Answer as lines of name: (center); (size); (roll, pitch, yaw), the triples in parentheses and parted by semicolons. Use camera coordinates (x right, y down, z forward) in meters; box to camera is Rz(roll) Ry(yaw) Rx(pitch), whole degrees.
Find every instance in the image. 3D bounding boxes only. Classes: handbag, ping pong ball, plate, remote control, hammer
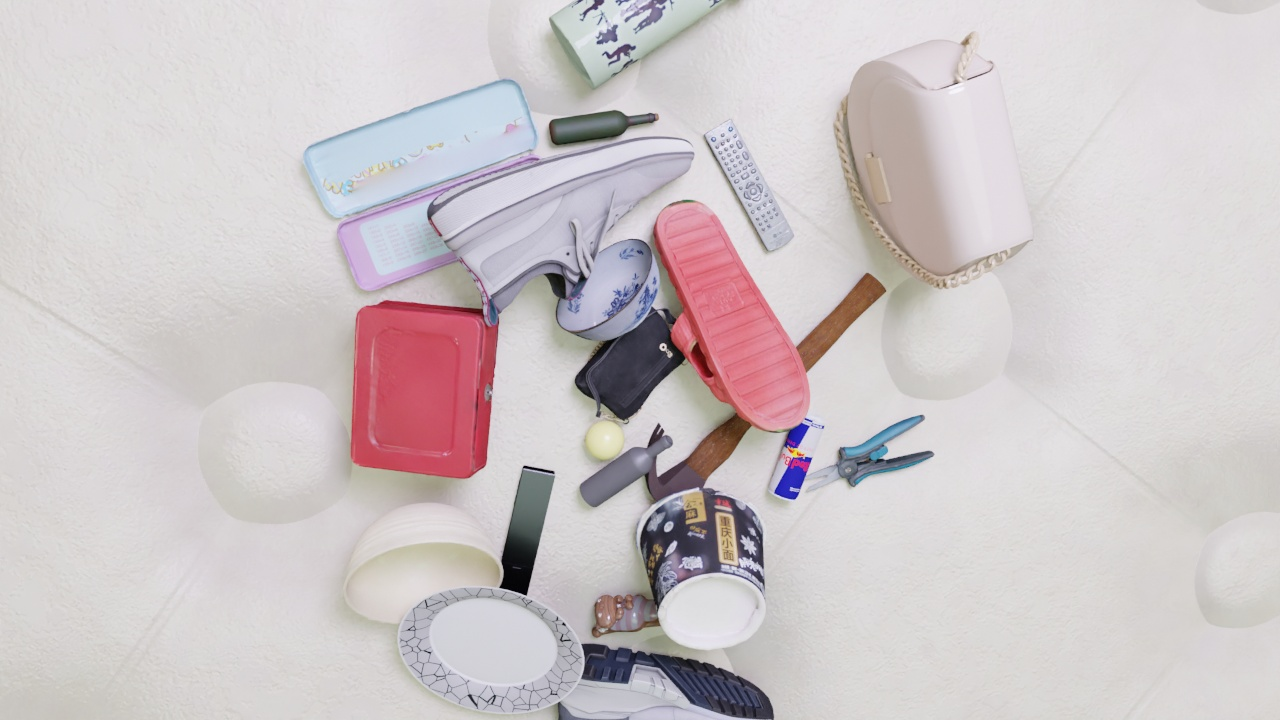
handbag: (-0.006, 0.005, 0.919); (0.079, 0.054, 0.128); (41, 91, -17)
ping pong ball: (-0.036, 0.081, 0.936); (0.040, 0.040, 0.040); (-1, 102, -7)
plate: (-0.150, 0.290, 0.929); (0.188, 0.016, 0.189); (3, 123, 4)
remote control: (-0.122, 0.184, 0.960); (0.034, 0.013, 0.150); (12, 99, -10)
hammer: (0.131, 0.034, 0.955); (0.115, 0.033, 0.323); (43, 93, -15)
remote control: (0.110, -0.173, 0.916); (0.033, 0.013, 0.136); (-31, 104, 0)
handbag: (0.271, -0.180, 0.836); (0.103, 0.208, 0.211); (-20, 105, -4)

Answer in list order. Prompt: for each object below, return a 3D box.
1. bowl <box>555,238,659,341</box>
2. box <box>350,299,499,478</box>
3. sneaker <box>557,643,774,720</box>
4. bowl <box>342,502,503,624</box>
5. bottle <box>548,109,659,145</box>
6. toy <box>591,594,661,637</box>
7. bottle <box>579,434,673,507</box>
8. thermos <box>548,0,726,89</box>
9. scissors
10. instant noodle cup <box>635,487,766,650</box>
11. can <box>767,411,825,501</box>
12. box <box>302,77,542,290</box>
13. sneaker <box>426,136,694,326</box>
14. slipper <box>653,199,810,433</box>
bowl: (-0.023, -0.059, 0.882); (0.114, 0.114, 0.045); (-43, 124, 2)
box: (-0.204, 0.026, 0.871); (0.134, 0.110, 0.157); (4, 101, -3)
sneaker: (0.015, 0.391, 0.991); (0.240, 0.088, 0.124); (15, 104, -2)
bowl: (-0.216, 0.190, 0.906); (0.150, 0.075, 0.151); (-10, 138, -9)
bottle: (-0.034, -0.226, 0.881); (0.106, 0.025, 0.025); (-10, 103, -5)
toy: (-0.006, 0.272, 0.980); (0.102, 0.041, 0.055); (-10, 125, 3)
bottle: (-0.012, 0.109, 0.929); (0.113, 0.030, 0.030); (-37, 105, 25)
thermos: (0.034, -0.342, 0.841); (0.231, 0.082, 0.082); (-34, 104, 0)
scissors: (0.250, 0.102, 0.989); (0.123, 0.019, 0.148); (28, 102, -16)
instant noodle cup: (0.067, 0.214, 0.921); (0.137, 0.112, 0.137); (-2, 122, -3)
can: (0.166, 0.101, 0.971); (0.032, 0.032, 0.095); (17, 99, -11)
box: (-0.192, -0.166, 0.869); (0.214, 0.035, 0.151); (-20, 111, -3)
sneaker: (-0.054, -0.128, 0.842); (0.262, 0.097, 0.129); (-25, 109, -22)
slipper: (0.078, -0.037, 0.903); (0.103, 0.059, 0.248); (-25, 85, -30)
